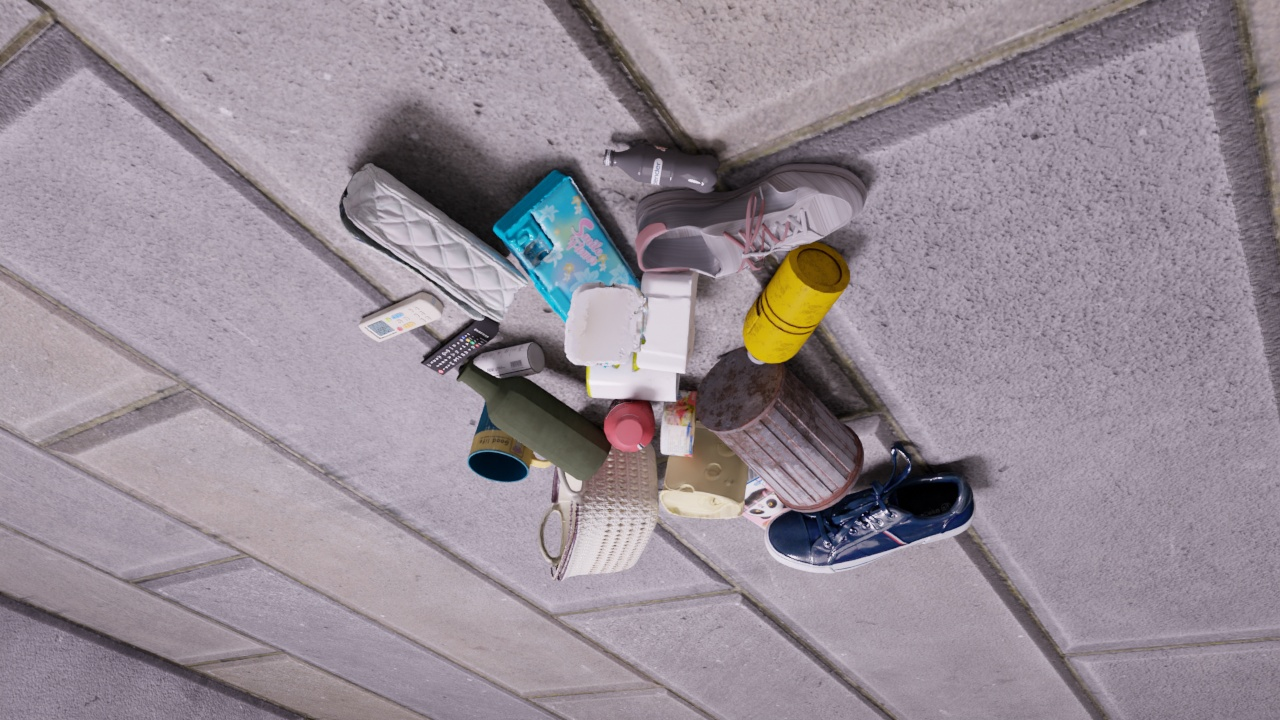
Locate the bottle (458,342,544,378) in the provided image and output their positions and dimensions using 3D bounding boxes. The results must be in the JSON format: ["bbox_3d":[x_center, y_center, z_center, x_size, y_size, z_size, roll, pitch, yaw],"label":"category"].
[{"bbox_3d":[-0.181,0.007,1.174,0.116,0.041,0.041,-11,139,25],"label":"bottle"}]

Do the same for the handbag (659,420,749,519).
[{"bbox_3d":[0.091,0.145,1.238,0.111,0.119,0.081,1,142,17],"label":"handbag"}]

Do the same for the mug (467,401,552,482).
[{"bbox_3d":[-0.167,0.105,1.247,0.113,0.107,0.083,14,141,-6],"label":"mug"}]

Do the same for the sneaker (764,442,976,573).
[{"bbox_3d":[0.309,0.205,1.260,0.295,0.120,0.127,-15,147,10],"label":"sneaker"}]

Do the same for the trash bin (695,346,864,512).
[{"bbox_3d":[0.178,0.090,1.136,0.131,0.130,0.211,-20,133,33],"label":"trash bin"}]

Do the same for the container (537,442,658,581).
[{"bbox_3d":[-0.063,0.204,1.307,0.143,0.184,0.252,3,146,-12],"label":"container"}]

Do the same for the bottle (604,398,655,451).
[{"bbox_3d":[-0.013,0.078,1.136,0.062,0.062,0.176,9,-177,0],"label":"bottle"}]

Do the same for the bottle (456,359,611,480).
[{"bbox_3d":[-0.135,0.069,1.145,0.207,0.071,0.072,36,137,-15],"label":"bottle"}]

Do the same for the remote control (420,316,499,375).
[{"bbox_3d":[-0.233,-0.017,1.174,0.033,0.015,0.147,32,138,-28],"label":"remote control"}]

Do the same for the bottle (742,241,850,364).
[{"bbox_3d":[0.158,-0.052,1.001,0.071,0.070,0.164,16,143,-9],"label":"bottle"}]

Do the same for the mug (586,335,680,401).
[{"bbox_3d":[-0.007,0.006,1.103,0.106,0.082,0.083,3,143,5],"label":"mug"}]

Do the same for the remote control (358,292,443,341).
[{"bbox_3d":[-0.298,-0.052,1.140,0.126,0.018,0.038,-17,136,32],"label":"remote control"}]

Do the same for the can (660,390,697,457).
[{"bbox_3d":[0.051,0.081,1.185,0.043,0.086,0.086,5,143,6],"label":"can"}]

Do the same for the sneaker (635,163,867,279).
[{"bbox_3d":[0.102,-0.123,0.898,0.236,0.089,0.099,-7,141,21],"label":"sneaker"}]

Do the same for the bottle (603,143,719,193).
[{"bbox_3d":[0.020,-0.186,0.877,0.110,0.036,0.036,9,144,0],"label":"bottle"}]

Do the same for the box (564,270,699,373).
[{"bbox_3d":[0.007,-0.041,0.955,0.101,0.188,0.111,10,106,27],"label":"box"}]

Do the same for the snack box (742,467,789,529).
[{"bbox_3d":[0.195,0.208,1.356,0.088,0.033,0.154,-34,127,30],"label":"snack box"}]

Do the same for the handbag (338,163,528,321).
[{"bbox_3d":[-0.217,-0.118,0.950,0.195,0.139,0.072,36,93,-29],"label":"handbag"}]

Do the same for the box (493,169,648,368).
[{"bbox_3d":[-0.061,-0.090,0.981,0.039,0.094,0.227,37,167,45],"label":"box"}]

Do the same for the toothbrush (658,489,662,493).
[{"bbox_3d":[0.081,0.203,1.399,0.187,0.017,0.012,-5,150,18],"label":"toothbrush"}]
